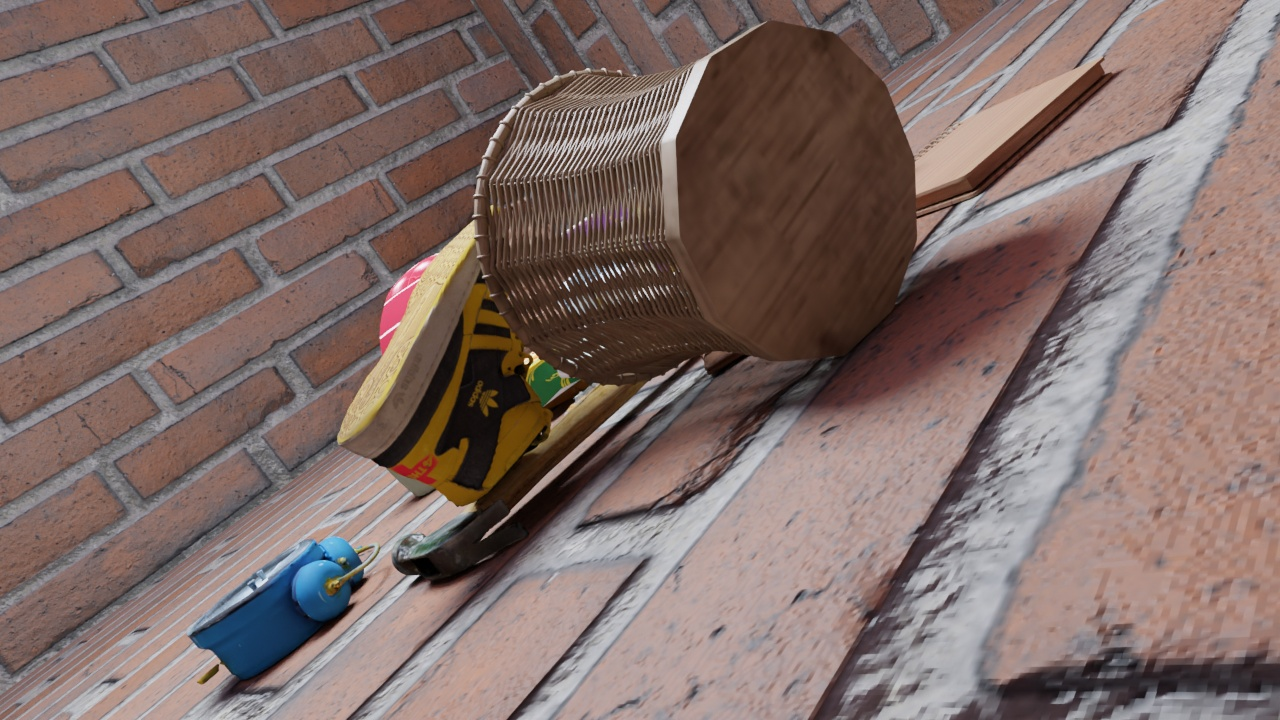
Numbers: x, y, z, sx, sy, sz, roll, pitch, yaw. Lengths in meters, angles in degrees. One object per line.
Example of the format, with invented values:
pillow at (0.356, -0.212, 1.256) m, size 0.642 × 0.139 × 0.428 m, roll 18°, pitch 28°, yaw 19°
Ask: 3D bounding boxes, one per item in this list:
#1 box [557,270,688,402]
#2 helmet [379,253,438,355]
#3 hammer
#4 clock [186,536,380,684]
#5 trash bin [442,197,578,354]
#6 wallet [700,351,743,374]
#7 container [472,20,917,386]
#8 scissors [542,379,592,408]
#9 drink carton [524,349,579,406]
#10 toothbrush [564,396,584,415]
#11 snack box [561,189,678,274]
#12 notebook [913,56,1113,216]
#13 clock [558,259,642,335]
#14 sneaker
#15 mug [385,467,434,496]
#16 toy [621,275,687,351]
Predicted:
box at (0.004, -0.035, 0.930) m, size 0.198 × 0.070 × 0.085 m, roll -39°, pitch -9°, yaw -33°
helmet at (-0.236, -0.040, 1.256) m, size 0.198 × 0.224 × 0.270 m, roll -29°, pitch 12°, yaw 31°
hammer at (-0.043, 0.046, 0.707) m, size 0.329 × 0.033 × 0.132 m, roll -43°, pitch 11°, yaw -32°
clock at (-0.285, 0.193, 0.748) m, size 0.161 × 0.060 × 0.117 m, roll -33°, pitch 8°, yaw 0°
trash bin at (-0.123, -0.082, 1.114) m, size 0.151 × 0.210 × 0.151 m, roll -32°, pitch 9°, yaw 6°
wallet at (0.085, -0.027, 0.724) m, size 0.087 × 0.013 × 0.121 m, roll -33°, pitch 9°, yaw 8°
container at (0.037, -0.093, 0.588) m, size 0.226 × 0.227 × 0.196 m, roll -39°, pitch 22°, yaw -28°
scissors at (-0.117, 0.057, 0.988) m, size 0.226 × 0.016 × 0.225 m, roll -34°, pitch 9°, yaw -1°
drink carton at (-0.108, 0.017, 0.973) m, size 0.058 × 0.041 × 0.123 m, roll -37°, pitch 9°, yaw -16°
toothbrush at (-0.005, 0.005, 0.867) m, size 0.016 × 0.015 × 0.183 m, roll -6°, pitch 26°, yaw 50°
snack box at (-0.021, -0.135, 1.223) m, size 0.144 × 0.148 × 0.040 m, roll -24°, pitch 14°, yaw 46°
notebook at (0.279, -0.179, 0.794) m, size 0.210 × 0.022 × 0.169 m, roll -39°, pitch 11°, yaw -25°
clock at (-0.037, -0.068, 0.918) m, size 0.083 × 0.057 × 0.118 m, roll -32°, pitch 25°, yaw -14°
sneaker at (-0.112, -0.004, 0.658) m, size 0.086 × 0.122 × 0.237 m, roll -28°, pitch 32°, yaw 40°
mug at (-0.245, 0.085, 1.012) m, size 0.084 × 0.104 × 0.111 m, roll -32°, pitch 10°, yaw 12°
toy at (0.026, -0.033, 0.836) m, size 0.085 × 0.074 × 0.105 m, roll 1°, pitch 39°, yaw 47°
